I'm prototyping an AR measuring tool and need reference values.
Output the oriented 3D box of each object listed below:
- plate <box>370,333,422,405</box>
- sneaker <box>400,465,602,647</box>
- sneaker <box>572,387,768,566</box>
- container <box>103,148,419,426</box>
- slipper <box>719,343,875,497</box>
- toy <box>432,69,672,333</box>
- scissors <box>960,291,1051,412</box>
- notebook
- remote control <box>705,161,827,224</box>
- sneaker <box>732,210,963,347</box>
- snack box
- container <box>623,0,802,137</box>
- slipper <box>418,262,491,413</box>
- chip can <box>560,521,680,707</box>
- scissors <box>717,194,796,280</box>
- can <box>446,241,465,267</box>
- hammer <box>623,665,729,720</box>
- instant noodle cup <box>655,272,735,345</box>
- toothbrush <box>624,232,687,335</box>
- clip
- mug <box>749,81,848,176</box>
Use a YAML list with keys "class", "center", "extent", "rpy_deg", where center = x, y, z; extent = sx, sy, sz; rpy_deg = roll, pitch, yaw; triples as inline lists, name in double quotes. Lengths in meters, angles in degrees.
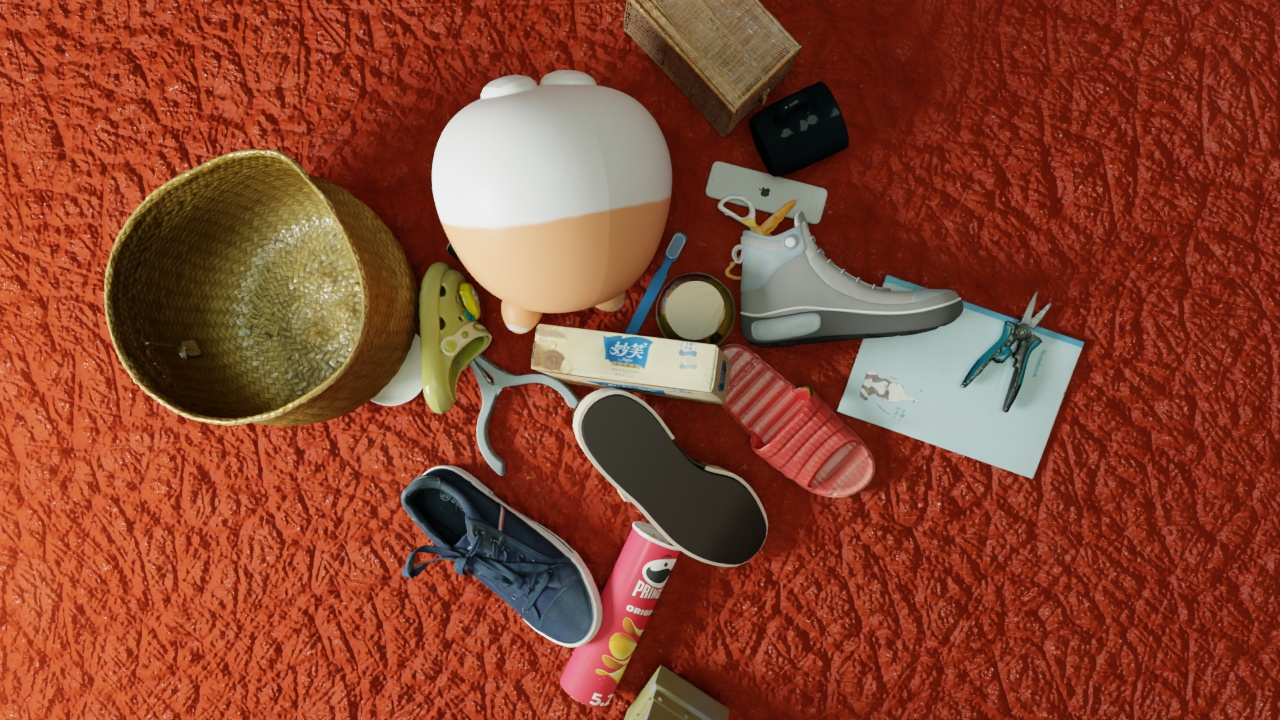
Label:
- class: "plate"
  center: [-0.315, 0.005, 1.163]
  extent: [0.104, 0.026, 0.104]
  rpy_deg: [0, 91, 3]
- class: "sneaker"
  center: [-0.176, 0.241, 1.094]
  extent: [0.294, 0.127, 0.121]
  rpy_deg: [39, 97, 9]
- class: "sneaker"
  center: [0.026, 0.142, 1.121]
  extent: [0.294, 0.116, 0.111]
  rpy_deg: [39, 85, -17]
- class: "container"
  center: [-0.423, -0.068, 1.070]
  extent: [0.307, 0.196, 0.307]
  rpy_deg: [-1, 85, 10]
- class: "slipper"
  center: [0.178, 0.077, 1.118]
  extent: [0.249, 0.059, 0.103]
  rpy_deg: [40, 93, 3]
- class: "toy"
  center: [-0.098, -0.178, 1.035]
  extent: [0.262, 0.266, 0.281]
  rpy_deg: [-15, 111, -27]
- class: "scissors"
  center: [0.447, -0.005, 1.107]
  extent: [0.151, 0.019, 0.119]
  rpy_deg: [-25, 90, 2]
- class: "notebook"
  center: [0.391, 0.019, 1.126]
  extent: [0.253, 0.009, 0.181]
  rpy_deg: [19, 93, 3]
- class: "remote control"
  center: [0.155, -0.207, 1.135]
  extent: [0.147, 0.008, 0.045]
  rpy_deg: [15, 93, 3]
- class: "sneaker"
  center: [0.242, -0.101, 1.085]
  extent: [0.257, 0.093, 0.160]
  rpy_deg: [-7, 89, 9]
- class: "snack box"
  center: [-0.006, 0.006, 1.064]
  extent: [0.207, 0.153, 0.055]
  rpy_deg: [7, 84, 12]
- class: "container"
  center: [0.083, -0.379, 1.082]
  extent: [0.112, 0.114, 0.198]
  rpy_deg: [-42, 90, -1]
- class: "slipper"
  center: [-0.223, -0.030, 1.106]
  extent: [0.081, 0.092, 0.190]
  rpy_deg: [-3, 72, 1]
- class: "chip can"
  center: [-0.023, 0.313, 1.132]
  extent: [0.069, 0.069, 0.220]
  rpy_deg: [25, 93, 3]
- class: "scissors"
  center: [0.143, -0.157, 1.131]
  extent: [0.125, 0.011, 0.131]
  rpy_deg: [-44, 96, 7]
- class: "can"
  center: [-0.203, -0.123, 1.149]
  extent: [0.080, 0.031, 0.031]
  rpy_deg: [41, 94, 2]
- class: "hammer"
  center: [-0.030, 0.551, 1.109]
  extent: [0.100, 0.190, 0.325]
  rpy_deg: [33, 110, 2]
- class: "instant noodle cup"
  center: [0.065, -0.060, 1.093]
  extent: [0.100, 0.112, 0.100]
  rpy_deg: [0, 90, 5]
- class: "toothbrush"
  center: [0.014, -0.084, 1.145]
  extent: [0.016, 0.014, 0.166]
  rpy_deg: [28, 94, 2]
- class: "clip"
  center: [-0.138, 0.051, 1.154]
  extent: [0.164, 0.031, 0.169]
  rpy_deg: [-12, 92, 2]
- class: "mug"
  center: [0.183, -0.276, 1.075]
  extent: [0.094, 0.121, 0.085]
  rpy_deg: [-25, 74, 4]
